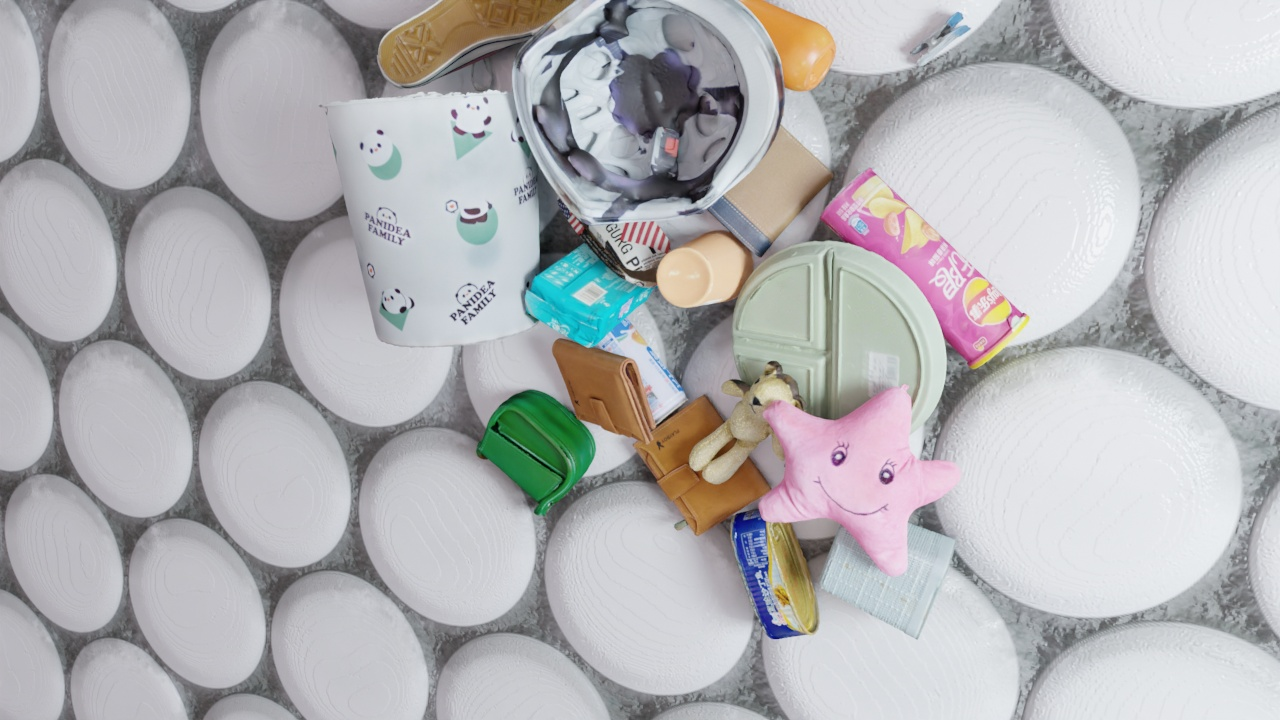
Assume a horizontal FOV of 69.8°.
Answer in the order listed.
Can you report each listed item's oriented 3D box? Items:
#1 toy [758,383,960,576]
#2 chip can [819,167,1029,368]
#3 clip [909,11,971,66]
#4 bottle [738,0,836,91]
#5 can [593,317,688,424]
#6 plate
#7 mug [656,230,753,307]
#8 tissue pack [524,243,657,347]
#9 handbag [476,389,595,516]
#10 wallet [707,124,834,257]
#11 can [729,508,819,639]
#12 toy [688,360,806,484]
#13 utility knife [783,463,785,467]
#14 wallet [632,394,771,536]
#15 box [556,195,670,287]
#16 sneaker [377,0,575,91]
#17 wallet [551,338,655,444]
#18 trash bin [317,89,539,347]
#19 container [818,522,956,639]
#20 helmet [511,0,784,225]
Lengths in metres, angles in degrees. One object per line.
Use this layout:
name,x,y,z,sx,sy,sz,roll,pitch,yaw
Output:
toy,0.204,0.098,0.884,0.194,0.074,0.178,26,97,6
chip can,0.271,-0.090,0.887,0.210,0.071,0.072,46,113,8
clip,0.282,-0.301,0.864,0.058,0.026,0.038,-34,79,30
bottle,0.119,-0.326,0.907,0.149,0.066,0.067,38,112,18
can,-0.006,0.006,1.028,0.053,0.053,0.134,-40,85,24
plate,0.190,-0.007,0.925,0.230,0.027,0.230,18,123,29
mug,0.063,-0.090,0.942,0.078,0.122,0.078,5,103,21
tissue pack,-0.050,-0.077,0.991,0.093,0.133,0.050,32,136,17
handbag,-0.128,0.108,1.097,0.131,0.067,0.120,42,120,8
wallet,0.129,-0.177,0.944,0.090,0.033,0.115,44,107,6
can,0.147,0.232,1.003,0.049,0.074,0.148,-18,94,28
toy,0.108,0.070,0.962,0.105,0.066,0.158,55,127,22
utility knife,0.232,0.118,0.978,0.158,0.013,0.029,10,107,17
wallet,0.064,0.123,1.039,0.119,0.035,0.130,-37,86,18
box,-0.035,-0.133,0.981,0.163,0.075,0.082,51,153,28
sneaker,-0.172,-0.368,1.002,0.241,0.087,0.118,-27,103,3
wallet,-0.041,0.033,1.022,0.132,0.031,0.108,17,132,49
trash bin,-0.212,-0.157,0.993,0.230,0.229,0.252,3,107,21
container,0.254,0.212,0.949,0.111,0.090,0.090,23,108,19
helmet,0.016,-0.261,0.901,0.259,0.145,0.229,-19,111,21
